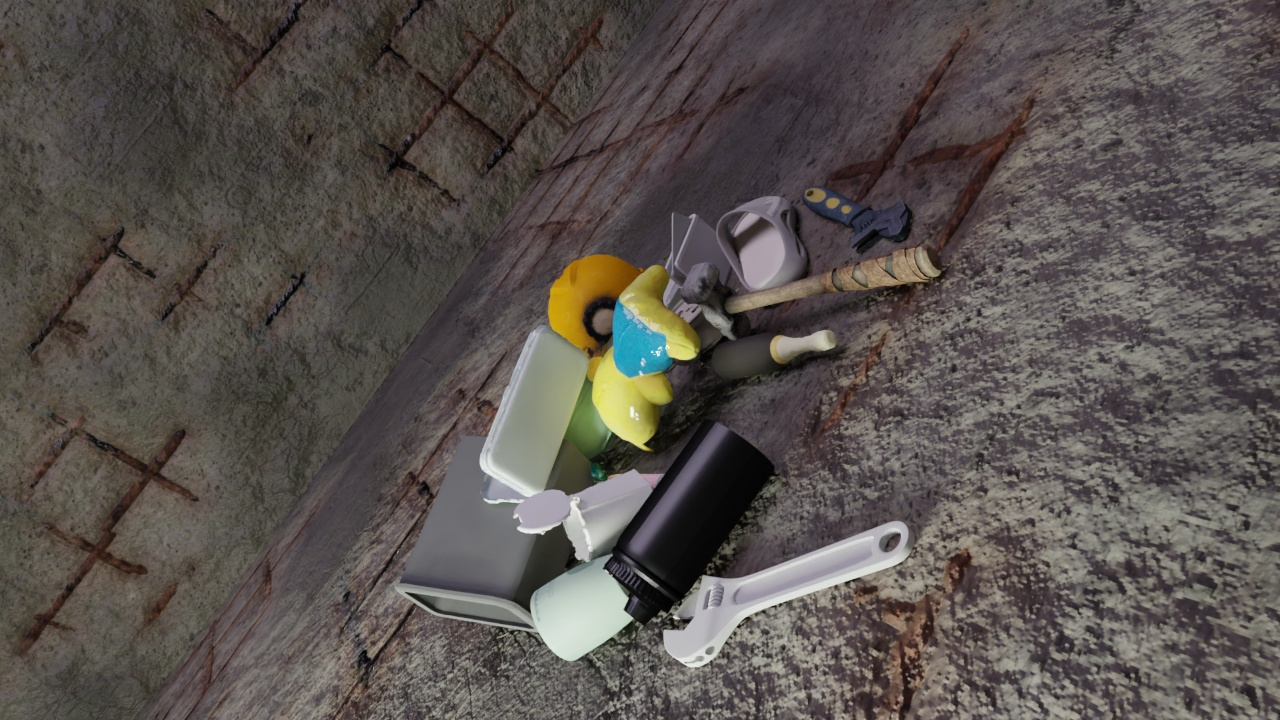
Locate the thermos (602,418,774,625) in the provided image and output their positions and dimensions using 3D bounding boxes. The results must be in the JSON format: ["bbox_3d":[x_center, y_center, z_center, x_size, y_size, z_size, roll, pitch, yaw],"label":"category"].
[{"bbox_3d":[0.041,0.163,0.905,0.198,0.086,0.086,-53,21,-10],"label":"thermos"}]

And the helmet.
[{"bbox_3d":[-0.084,-0.100,1.542,0.205,0.131,0.255,-50,20,6],"label":"helmet"}]

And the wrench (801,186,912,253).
[{"bbox_3d":[0.254,-0.182,1.119,0.073,0.022,0.273,-49,21,8],"label":"wrench"}]

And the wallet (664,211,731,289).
[{"bbox_3d":[0.077,-0.151,1.307,0.038,0.115,0.118,-28,32,47],"label":"wallet"}]

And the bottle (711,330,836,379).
[{"bbox_3d":[0.150,-0.011,1.026,0.185,0.045,0.045,-14,43,59],"label":"bottle"}]

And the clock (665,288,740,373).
[{"bbox_3d":[0.071,-0.035,1.213,0.104,0.061,0.156,-26,26,49],"label":"clock"}]

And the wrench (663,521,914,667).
[{"bbox_3d":[0.119,0.202,0.792,0.274,0.018,0.086,-32,29,40],"label":"wrench"}]

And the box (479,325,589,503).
[{"bbox_3d":[-0.152,0.076,1.150,0.127,0.106,0.214,-21,41,49],"label":"box"}]

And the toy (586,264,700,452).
[{"bbox_3d":[-0.007,0.007,1.122,0.148,0.083,0.215,64,144,37],"label":"toy"}]

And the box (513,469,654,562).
[{"bbox_3d":[-0.057,0.173,1.002,0.165,0.092,0.083,-20,33,-23],"label":"box"}]

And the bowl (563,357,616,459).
[{"bbox_3d":[-0.067,0.079,1.260,0.150,0.077,0.151,-61,-8,-14],"label":"bowl"}]

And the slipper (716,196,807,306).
[{"bbox_3d":[0.150,-0.166,1.229,0.113,0.080,0.265,-46,22,23],"label":"slipper"}]

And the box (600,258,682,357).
[{"bbox_3d":[0.023,-0.071,1.383,0.117,0.057,0.209,-6,49,60],"label":"box"}]

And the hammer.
[{"bbox_3d":[0.185,-0.079,1.015,0.320,0.121,0.048,-10,45,49],"label":"hammer"}]

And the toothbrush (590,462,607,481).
[{"bbox_3d":[-0.031,0.177,1.099,0.016,0.017,0.189,-63,27,17],"label":"toothbrush"}]

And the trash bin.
[{"bbox_3d":[-0.178,0.213,1.164,0.192,0.097,0.219,-1,55,31],"label":"trash bin"}]

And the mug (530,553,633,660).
[{"bbox_3d":[-0.046,0.252,0.981,0.104,0.084,0.111,-35,-4,16],"label":"mug"}]

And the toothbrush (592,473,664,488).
[{"bbox_3d":[-0.021,0.153,1.144,0.223,0.027,0.026,-11,62,61],"label":"toothbrush"}]
